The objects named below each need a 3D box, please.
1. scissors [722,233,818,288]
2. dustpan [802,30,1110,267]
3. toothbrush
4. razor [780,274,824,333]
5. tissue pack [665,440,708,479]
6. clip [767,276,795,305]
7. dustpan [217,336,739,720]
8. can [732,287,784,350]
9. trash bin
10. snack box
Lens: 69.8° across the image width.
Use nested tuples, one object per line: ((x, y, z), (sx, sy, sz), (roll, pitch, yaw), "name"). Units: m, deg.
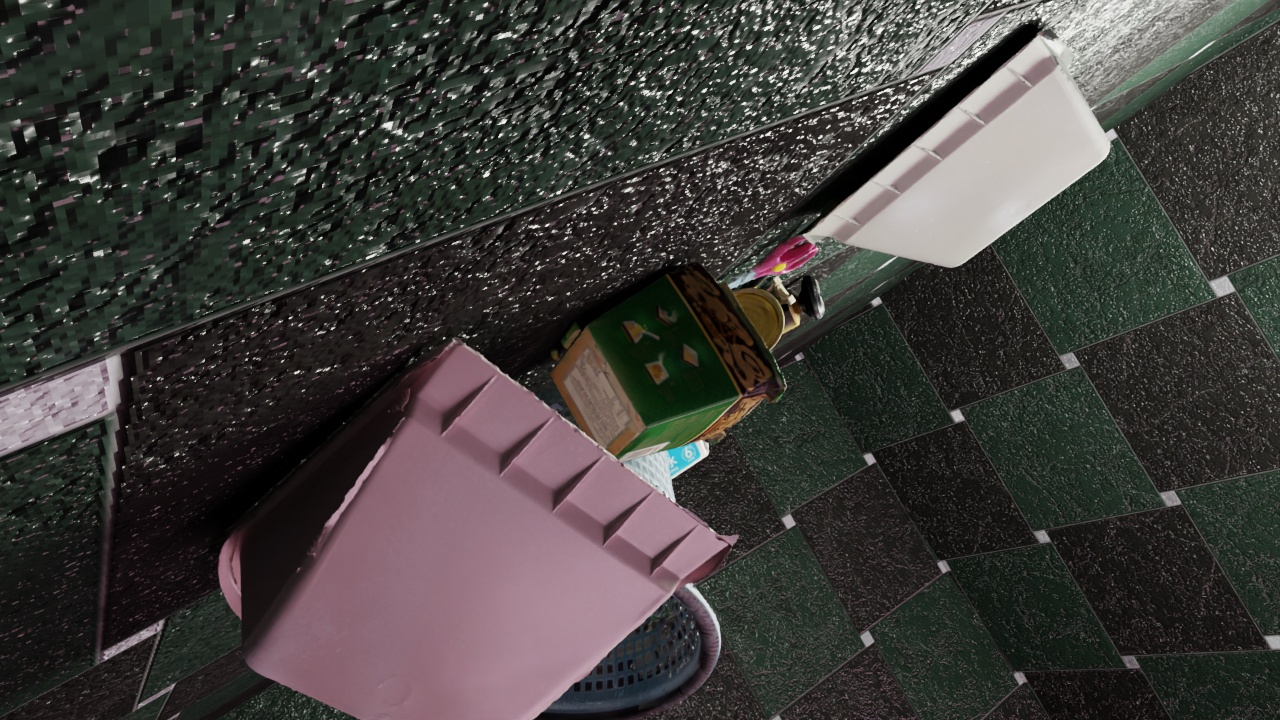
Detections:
((0.094, -0.074, 0.797), (0.133, 0.017, 0.054), (-26, 156, -1), "scissors")
((0.267, -0.190, 0.779), (0.257, 0.142, 0.223), (13, 137, -42), "dustpan")
((0.135, -0.102, 0.833), (0.017, 0.012, 0.186), (-42, 178, -29), "toothbrush")
((0.172, -0.049, 1.205), (0.067, 0.062, 0.168), (18, 142, -42), "razor")
((0.007, 0.103, 1.074), (0.139, 0.063, 0.090), (-31, -159, -18), "tissue pack")
((0.137, -0.063, 1.029), (0.094, 0.035, 0.102), (-37, -179, -3), "clip")
((-0.124, 0.117, 0.556), (0.273, 0.222, 0.139), (-46, -152, 2), "dustpan")
((0.066, -0.013, 0.875), (0.148, 0.074, 0.049), (-32, 177, -5), "can")
((-0.057, 0.135, 0.702), (0.227, 0.226, 0.194), (-37, -149, 29), "trash bin")
((0.009, 0.012, 0.634), (0.105, 0.117, 0.118), (-24, 166, -32), "snack box")
